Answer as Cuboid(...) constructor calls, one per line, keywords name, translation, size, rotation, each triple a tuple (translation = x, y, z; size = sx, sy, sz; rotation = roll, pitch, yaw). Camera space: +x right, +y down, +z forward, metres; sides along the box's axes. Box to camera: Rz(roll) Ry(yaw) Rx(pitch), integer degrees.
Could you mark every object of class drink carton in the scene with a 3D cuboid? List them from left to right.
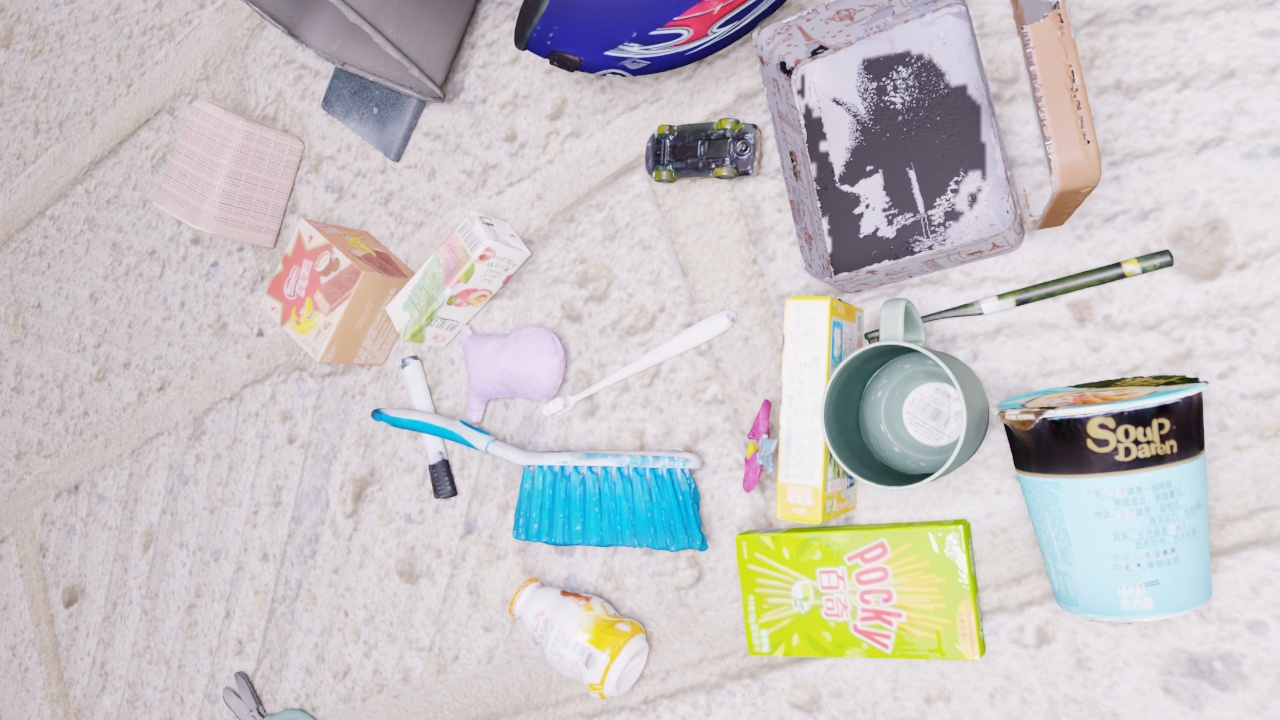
Cuboid(name="drink carton", translation=(-0.155, -0.067, 0.769), size=(0.123, 0.053, 0.045), rotation=(-43, 65, 21))

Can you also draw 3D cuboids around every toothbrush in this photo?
Cuboid(name="toothbrush", translation=(-0.004, 0.004, 0.704), size=(0.180, 0.016, 0.016), rotation=(-27, 78, 25))
Cuboid(name="toothbrush", translation=(0.232, -0.035, 0.578), size=(0.186, 0.012, 0.017), rotation=(-16, 87, 27))

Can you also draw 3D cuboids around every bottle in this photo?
Cuboid(name="bottle", translation=(-0.049, 0.206, 0.696), size=(0.108, 0.063, 0.063), rotation=(25, 100, 27))

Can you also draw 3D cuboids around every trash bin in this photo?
Cuboid(name="trash bin", translation=(-0.216, -0.360, 0.731), size=(0.199, 0.198, 0.219), rotation=(26, 87, 25))

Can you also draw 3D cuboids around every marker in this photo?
Cuboid(name="marker", translation=(-0.186, 0.058, 0.801), size=(0.022, 0.018, 0.130), rotation=(-19, 79, -2))

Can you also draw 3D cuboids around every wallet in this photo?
Cuboid(name="wallet", translation=(-0.242, -0.252, 0.843), size=(0.121, 0.019, 0.097), rotation=(38, 107, 26))

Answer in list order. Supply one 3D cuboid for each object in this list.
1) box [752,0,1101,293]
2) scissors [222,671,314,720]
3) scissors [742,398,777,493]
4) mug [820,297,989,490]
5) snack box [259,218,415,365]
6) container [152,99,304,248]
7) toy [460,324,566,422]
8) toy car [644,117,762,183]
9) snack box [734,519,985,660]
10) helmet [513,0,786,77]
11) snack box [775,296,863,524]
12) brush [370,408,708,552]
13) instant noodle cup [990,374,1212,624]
Cuboid(name="box", translation=(0.147, -0.145, 0.532), size=(0.158, 0.217, 0.180), rotation=(-11, 85, 16))
Cuboid(name="scissors", translation=(-0.345, 0.362, 0.881), size=(0.162, 0.019, 0.179), rotation=(-39, 70, 23))
Cuboid(name="scissors", translation=(0.082, 0.050, 0.598), size=(0.017, 0.137, 0.072), rotation=(12, 81, 3))
Cuboid(name="mug", translation=(0.164, 0.019, 0.560), size=(0.082, 0.106, 0.111), rotation=(-6, 86, 29))
Cuboid(name="snack box", translation=(-0.265, -0.059, 0.815), size=(0.094, 0.077, 0.093), rotation=(39, 106, 25))
Cuboid(name="container", translation=(-0.393, -0.180, 0.885), size=(0.090, 0.089, 0.111), rotation=(27, 99, 27))
Cuboid(name="toy", translation=(-0.105, 0.007, 0.747), size=(0.108, 0.038, 0.084), rotation=(-6, 88, 32))
Cuboid(name="toy car", translation=(0.045, -0.151, 0.671), size=(0.091, 0.035, 0.042), rotation=(4, 89, 29))
Cuboid(name="snack box", translation=(0.143, 0.153, 0.613), size=(0.157, 0.026, 0.085), rotation=(-8, 85, 28))
Cuboid(name="helmet", translation=(-0.013, -0.302, 0.583), size=(0.316, 0.247, 0.240), rotation=(-31, 106, 7))
Cuboid(name="snack box", translation=(0.118, 0.031, 0.596), size=(0.034, 0.086, 0.140), rotation=(0, 89, 27))
Cuboid(name="brush", translation=(-0.092, 0.090, 0.725), size=(0.315, 0.060, 0.109), rotation=(-2, 81, 26))
Cuboid(name="instant noodle cup", translation=(0.262, 0.077, 0.512), size=(0.111, 0.111, 0.120), rotation=(-9, 91, 28))
